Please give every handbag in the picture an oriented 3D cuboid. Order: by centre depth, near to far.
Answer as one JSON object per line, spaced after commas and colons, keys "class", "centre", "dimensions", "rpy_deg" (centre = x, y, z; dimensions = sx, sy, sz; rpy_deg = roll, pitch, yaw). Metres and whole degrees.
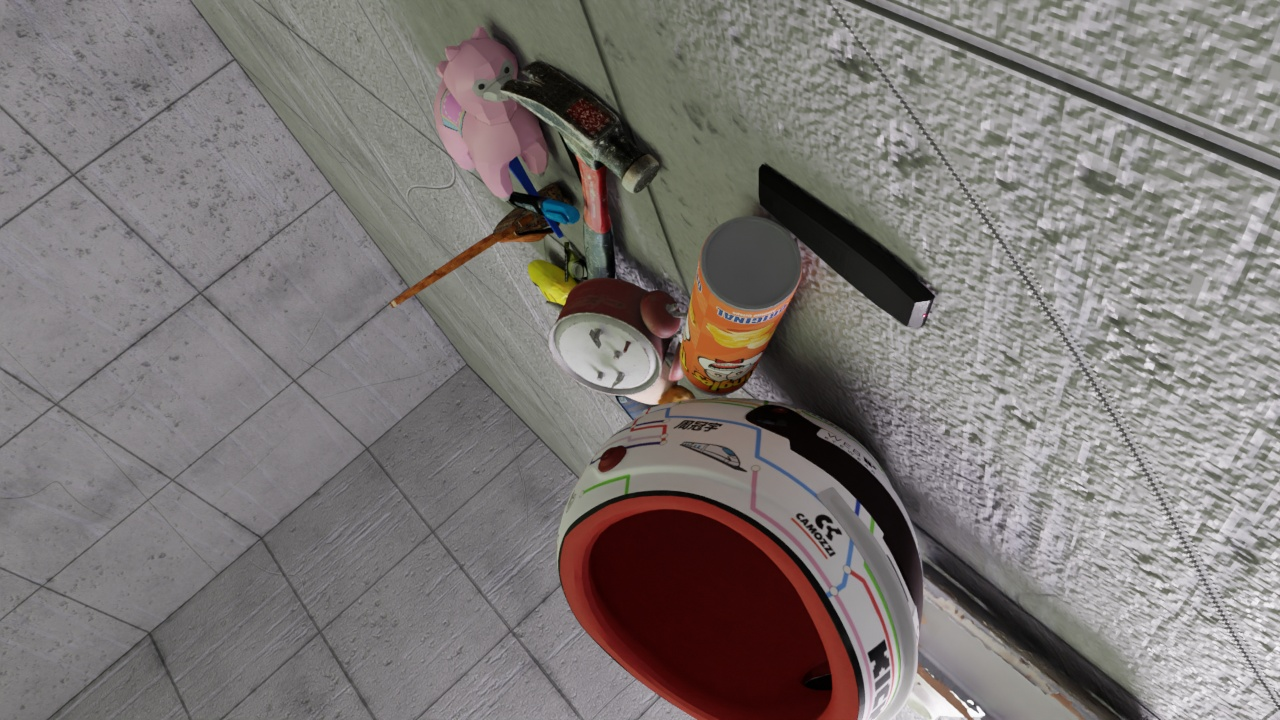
{"class": "handbag", "centre": [-0.150, -0.100, 0.875], "dimensions": [0.043, 0.195, 0.094], "rpy_deg": [58, 164, -14]}

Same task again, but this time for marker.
{"class": "marker", "centre": [-0.087, -0.133, 0.798], "dimensions": [0.123, 0.015, 0.018], "rpy_deg": [26, 153, 54]}

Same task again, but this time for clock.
{"class": "clock", "centre": [-0.010, -0.017, 0.849], "dimensions": [0.157, 0.061, 0.110], "rpy_deg": [-1, 135, 25]}

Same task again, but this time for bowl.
{"class": "bowl", "centre": [0.281, 0.302, 0.907], "dimensions": [0.177, 0.070, 0.177], "rpy_deg": [43, 166, 14]}

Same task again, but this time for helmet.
{"class": "helmet", "centre": [0.091, 0.146, 0.714], "dimensions": [0.315, 0.235, 0.231], "rpy_deg": [13, 115, 39]}

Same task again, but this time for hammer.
{"class": "hammer", "centre": [-0.044, -0.127, 0.795], "dimensions": [0.140, 0.036, 0.326], "rpy_deg": [44, 167, 13]}

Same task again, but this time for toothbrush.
{"class": "toothbrush", "centre": [-0.112, -0.174, 0.853], "dimensions": [0.186, 0.016, 0.011], "rpy_deg": [56, 168, 35]}

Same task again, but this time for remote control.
{"class": "remote control", "centre": [0.109, -0.064, 0.509], "dimensions": [0.125, 0.010, 0.039], "rpy_deg": [44, 168, 22]}

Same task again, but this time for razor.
{"class": "razor", "centre": [-0.037, -0.075, 0.973], "dimensions": [0.144, 0.021, 0.044], "rpy_deg": [41, 144, 34]}

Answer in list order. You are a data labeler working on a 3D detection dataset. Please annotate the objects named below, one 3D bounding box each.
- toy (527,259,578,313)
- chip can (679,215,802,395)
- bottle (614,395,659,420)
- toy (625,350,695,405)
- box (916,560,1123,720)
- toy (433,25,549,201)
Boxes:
{"class": "toy", "centre": [-0.098, -0.086, 1.109], "dimensions": [0.094, 0.041, 0.095], "rpy_deg": [40, 173, 47]}
{"class": "chip can", "centre": [0.065, -0.030, 0.652], "dimensions": [0.062, 0.062, 0.210], "rpy_deg": [46, 168, 11]}
{"class": "bottle", "centre": [0.030, 0.080, 1.145], "dimensions": [0.161, 0.056, 0.056], "rpy_deg": [52, 168, -21]}
{"class": "toy", "centre": [-0.006, 0.006, 0.976], "dimensions": [0.176, 0.076, 0.133], "rpy_deg": [35, 176, 7]}
{"class": "box", "centre": [0.283, 0.256, 0.728], "dimensions": [0.217, 0.094, 0.121], "rpy_deg": [40, 125, 34]}
{"class": "toy", "centre": [-0.133, -0.213, 0.773], "dimensions": [0.123, 0.067, 0.158], "rpy_deg": [43, 163, 31]}
